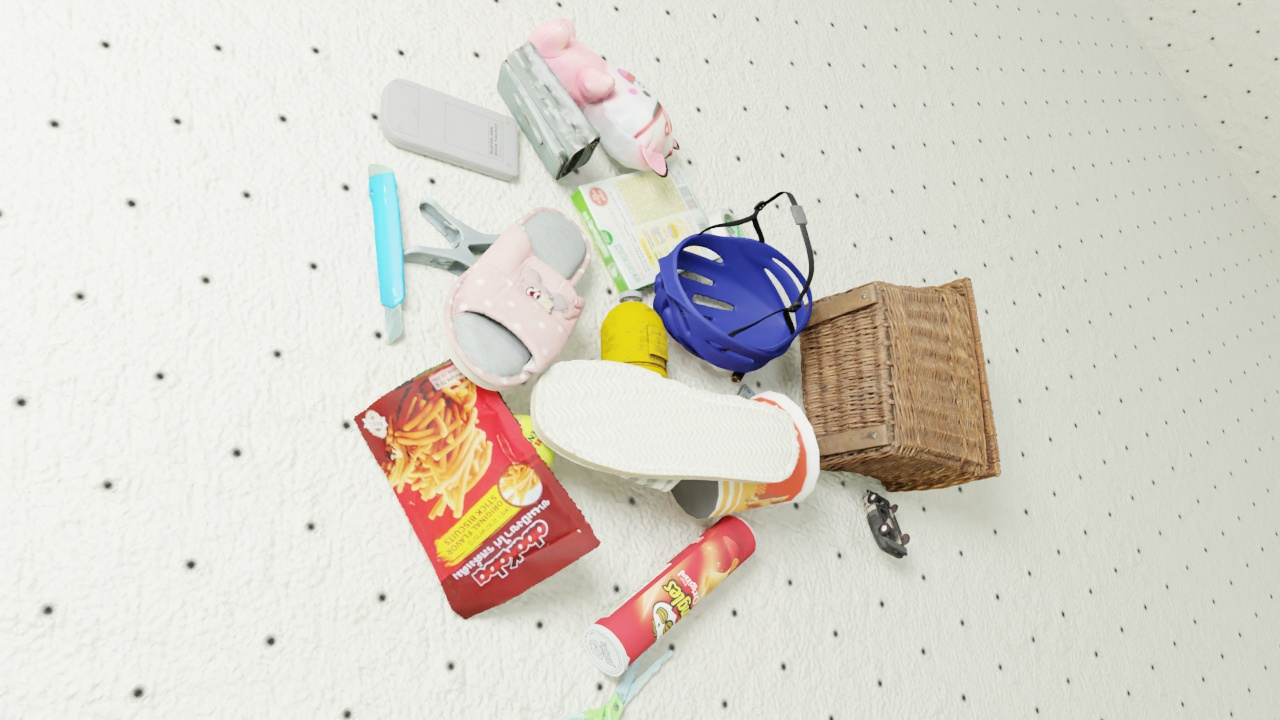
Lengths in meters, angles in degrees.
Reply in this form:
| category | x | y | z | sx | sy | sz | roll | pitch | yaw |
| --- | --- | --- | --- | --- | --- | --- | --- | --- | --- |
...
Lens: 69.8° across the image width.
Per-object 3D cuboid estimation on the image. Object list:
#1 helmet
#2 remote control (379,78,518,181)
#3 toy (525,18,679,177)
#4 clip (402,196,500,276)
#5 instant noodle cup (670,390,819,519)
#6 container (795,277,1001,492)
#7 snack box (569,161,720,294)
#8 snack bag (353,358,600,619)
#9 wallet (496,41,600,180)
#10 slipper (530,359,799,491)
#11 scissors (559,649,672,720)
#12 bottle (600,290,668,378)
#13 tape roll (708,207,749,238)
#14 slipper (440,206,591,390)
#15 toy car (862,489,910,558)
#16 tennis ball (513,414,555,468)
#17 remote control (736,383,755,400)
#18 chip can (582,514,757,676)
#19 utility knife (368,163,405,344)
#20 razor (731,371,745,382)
| category | x | y | z | sx | sy | sz | roll | pitch | yaw |
| --- | --- | --- | --- | --- | --- | --- | --- | --- | --- |
| helmet | 0.128 | -0.085 | 0.994 | 0.241 | 0.228 | 0.147 | 7 | 58 | -40 |
| remote control | -0.197 | -0.240 | 0.955 | 0.151 | 0.019 | 0.074 | 12 | 64 | -34 |
| toy | -0.041 | -0.298 | 1.049 | 0.213 | 0.084 | 0.141 | 39 | 17 | -13 |
| clip | -0.158 | -0.083 | 0.911 | 0.163 | 0.028 | 0.114 | 26 | 55 | -25 |
| instant noodle cup | 0.101 | 0.106 | 0.970 | 0.120 | 0.124 | 0.123 | -13 | 78 | -32 |
| container | 0.296 | 0.027 | 1.100 | 0.183 | 0.163 | 0.249 | 8 | 72 | -39 |
| snack box | 0.012 | -0.157 | 1.072 | 0.167 | 0.027 | 0.132 | -24 | 86 | -41 |
| snack bag | -0.146 | 0.107 | 0.799 | 0.139 | 0.066 | 0.208 | -31 | 89 | -4 |
| wallet | -0.104 | -0.265 | 0.986 | 0.054 | 0.100 | 0.131 | -32 | 91 | -19 |
| slipper | 0.026 | 0.065 | 0.873 | 0.272 | 0.054 | 0.114 | 13 | 63 | -18 |
| scissors | -0.018 | 0.326 | 0.848 | 0.174 | 0.032 | 0.093 | -35 | 91 | -37 |
| bottle | -0.006 | 0.006 | 0.959 | 0.071 | 0.071 | 0.163 | 12 | 63 | -33 |
| tape roll | 0.117 | -0.143 | 1.128 | 0.094 | 0.018 | 0.093 | 44 | 29 | -34 |
| slipper | -0.104 | -0.073 | 0.870 | 0.114 | 0.055 | 0.273 | 41 | 36 | -15 |
| toy car | 0.295 | 0.200 | 1.117 | 0.040 | 0.037 | 0.092 | 29 | 30 | -23 |
| tennis ball | -0.111 | 0.083 | 0.848 | 0.065 | 0.065 | 0.065 | 16 | 62 | -32 |
| remote control | 0.162 | 0.085 | 1.089 | 0.136 | 0.013 | 0.033 | 46 | 50 | -12 |
| chip can | 0.035 | 0.225 | 0.906 | 0.214 | 0.052 | 0.052 | -30 | 90 | -42 |
| utility knife | -0.238 | -0.104 | 0.865 | 0.015 | 0.031 | 0.185 | 45 | 36 | -69 |
| razor | 0.143 | -0.027 | 1.118 | 0.043 | 0.022 | 0.143 | 41 | 51 | -14 |
